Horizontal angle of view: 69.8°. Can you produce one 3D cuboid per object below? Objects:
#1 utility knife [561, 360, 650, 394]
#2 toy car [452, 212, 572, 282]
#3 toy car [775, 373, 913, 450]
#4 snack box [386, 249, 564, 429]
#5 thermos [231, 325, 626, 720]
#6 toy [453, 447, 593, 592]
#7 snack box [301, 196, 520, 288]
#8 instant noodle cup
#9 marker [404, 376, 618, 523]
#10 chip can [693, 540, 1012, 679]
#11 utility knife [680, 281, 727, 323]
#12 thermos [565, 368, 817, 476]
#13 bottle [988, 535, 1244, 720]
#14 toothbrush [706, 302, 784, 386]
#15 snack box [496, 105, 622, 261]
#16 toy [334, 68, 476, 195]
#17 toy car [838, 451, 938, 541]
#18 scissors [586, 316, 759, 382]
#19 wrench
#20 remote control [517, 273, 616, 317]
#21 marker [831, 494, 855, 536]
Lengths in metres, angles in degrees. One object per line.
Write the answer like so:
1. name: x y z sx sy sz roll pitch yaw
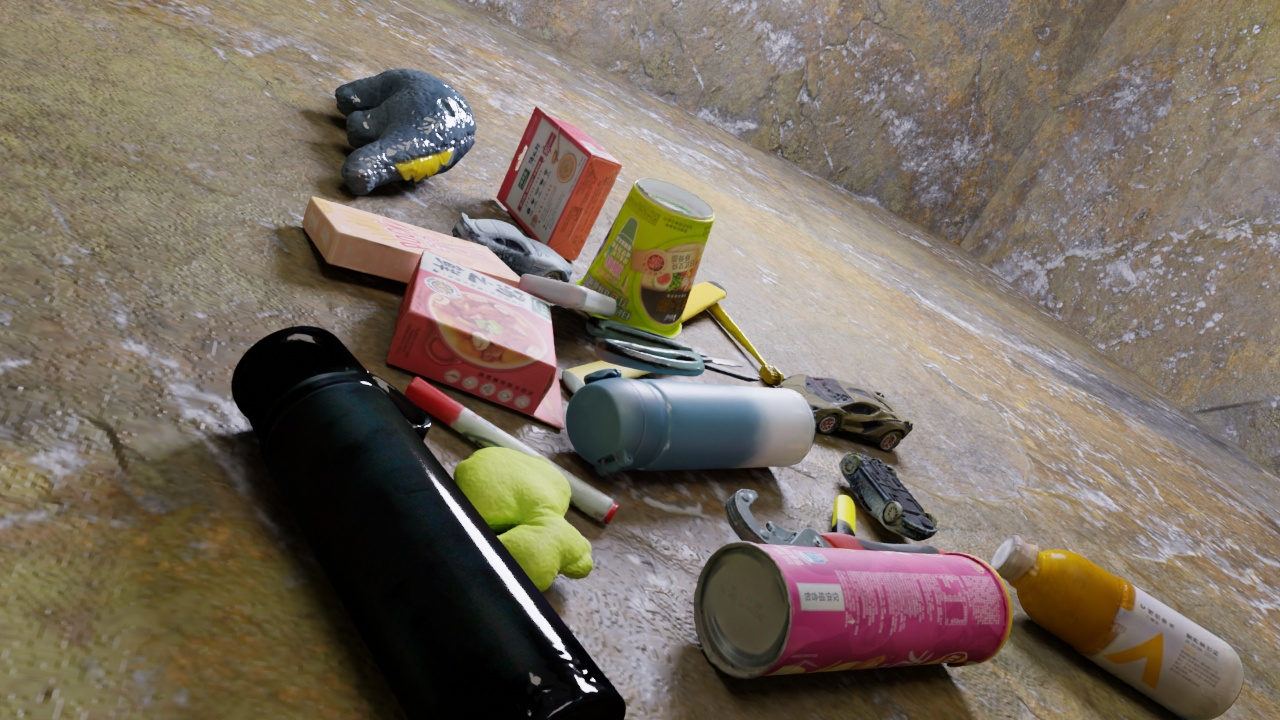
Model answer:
1. utility knife: -0.005 0.004 0.759 0.031 0.021 0.204 41 30 19
2. toy car: -0.114 -0.100 0.838 0.120 0.037 0.054 17 23 -38
3. toy car: 0.203 0.047 0.908 0.158 0.042 0.070 12 26 -33
4. snack box: -0.104 -0.017 0.640 0.127 0.044 0.113 22 21 -19
5. thermos: -0.095 0.074 0.401 0.089 0.069 0.242 0 35 -45
6. toy: -0.065 0.079 0.486 0.100 0.031 0.096 41 25 27
7. snack box: -0.175 -0.082 0.714 0.157 0.026 0.084 14 18 -38
8. instant noodle cup: 0.009 -0.098 0.850 0.111 0.124 0.111 19 27 -10
9. marker: -0.077 0.054 0.549 0.145 0.017 0.017 32 21 5
10. chip can: 0.130 0.144 0.536 0.210 0.071 0.071 12 27 -38
11. utility knife: 0.042 -0.054 0.953 0.033 0.015 0.215 28 26 17
12. thermos: 0.042 0.045 0.658 0.220 0.070 0.070 7 30 -47
13. bottle: 0.364 0.203 0.714 0.189 0.068 0.067 32 21 7
14. toothbrush: 0.100 -0.029 0.982 0.016 0.016 0.190 8 28 -31
15. snack box: -0.088 -0.185 0.958 0.044 0.113 0.127 8 29 -41
16. toy: -0.242 -0.246 0.951 0.137 0.091 0.356 -7 31 -14
17. toy car: 0.203 0.114 0.759 0.049 0.031 0.105 17 22 -28
18. scissors: 0.002 -0.011 0.734 0.170 0.019 0.171 20 10 41
19. wrench: 0.157 0.135 0.644 0.273 0.016 0.056 20 34 -39
20. remote control: -0.058 -0.053 0.758 0.056 0.020 0.136 14 2 10
21. marker: 0.147 0.133 0.670 0.018 0.015 0.124 37 23 -1
